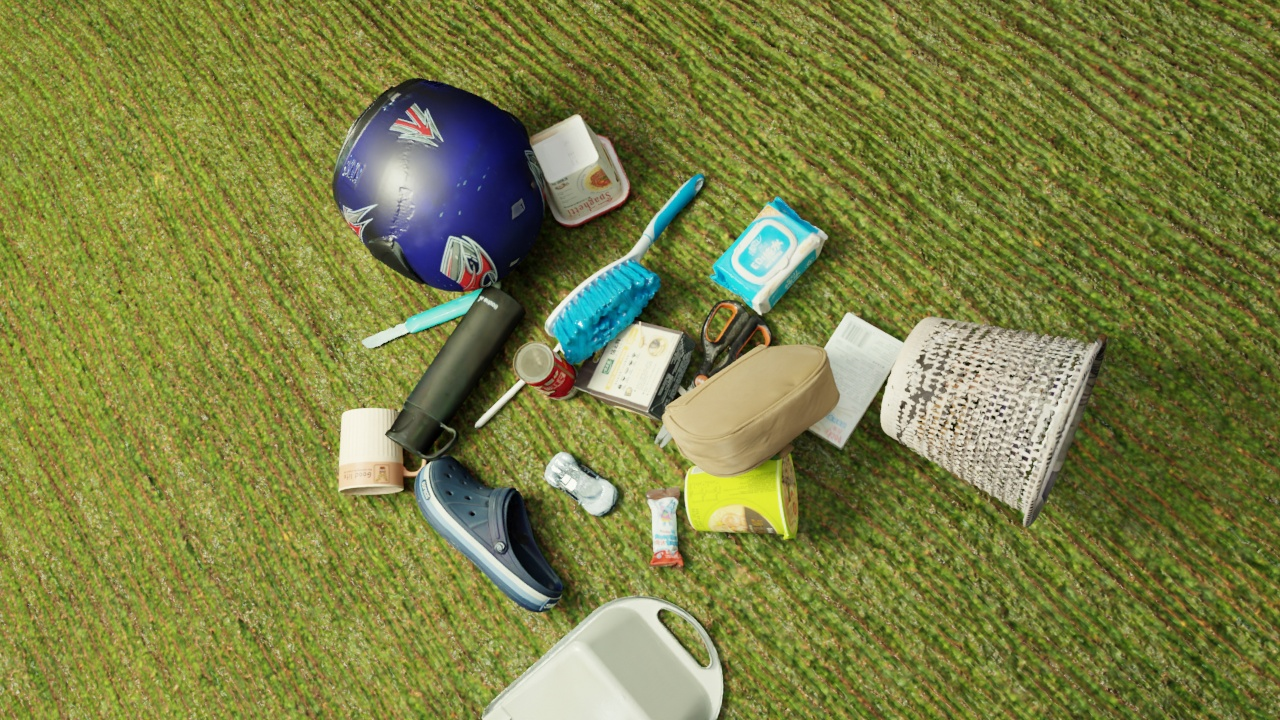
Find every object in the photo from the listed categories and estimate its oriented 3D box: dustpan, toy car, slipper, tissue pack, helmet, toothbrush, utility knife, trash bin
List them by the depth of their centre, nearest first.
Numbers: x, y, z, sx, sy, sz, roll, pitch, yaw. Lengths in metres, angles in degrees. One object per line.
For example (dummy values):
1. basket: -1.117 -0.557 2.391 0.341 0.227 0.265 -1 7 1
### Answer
1. trash bin: 0.391 0.048 1.045 0.192 0.227 0.227 22 83 28
2. dustpan: -0.028 0.428 1.141 0.222 0.142 0.258 46 119 17
3. slipper: -0.187 0.209 1.172 0.253 0.105 0.095 45 96 15
4. tissue pack: 0.166 -0.136 1.196 0.090 0.063 0.140 42 89 17
5. helmet: -0.248 -0.206 1.198 0.240 0.316 0.247 39 74 -2
6. toy car: -0.077 0.162 1.199 0.105 0.031 0.049 33 87 16
7. toothbrush: -0.158 0.032 1.253 0.180 0.016 0.016 -43 77 -1
8. utility knife: -0.296 -0.062 1.303 0.219 0.013 0.029 -21 76 4

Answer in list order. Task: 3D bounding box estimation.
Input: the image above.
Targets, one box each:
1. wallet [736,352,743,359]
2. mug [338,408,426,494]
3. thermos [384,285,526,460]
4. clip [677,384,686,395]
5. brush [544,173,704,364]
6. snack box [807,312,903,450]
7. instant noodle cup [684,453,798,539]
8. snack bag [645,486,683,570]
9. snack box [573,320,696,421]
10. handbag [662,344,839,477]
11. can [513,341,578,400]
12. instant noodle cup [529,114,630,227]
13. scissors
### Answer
1. wallet: 0.124 0.052 1.165 0.097 0.019 0.120 37 61 18
2. mug: -0.349 0.124 1.245 0.114 0.082 0.105 0 75 -16
3. thermos: -0.237 0.020 1.226 0.090 0.068 0.242 28 76 13
4. clip: 0.063 0.068 1.184 0.035 0.074 0.100 -44 71 -1
5. brush: -0.004 -0.128 1.210 0.314 0.060 0.109 -41 46 -7
6. snack box: 0.258 0.026 1.160 0.085 0.027 0.156 32 86 16
7. instant noodle cup: 0.122 0.166 1.123 0.124 0.111 0.111 -7 76 19
8. snack bag: 0.031 0.214 1.167 0.045 0.026 0.105 -7 74 14
9. snack box: -0.007 0.007 1.191 0.126 0.053 0.113 16 76 39
10. handbag: 0.132 0.059 1.084 0.204 0.100 0.148 -31 28 -23
11. can: -0.118 0.016 1.186 0.053 0.133 0.053 -3 77 11
12. instant noodle cup: -0.088 -0.261 1.246 0.116 0.124 0.116 -25 74 5
13. scissors: 0.096 0.027 1.153 0.139 0.022 0.234 18 68 -9
